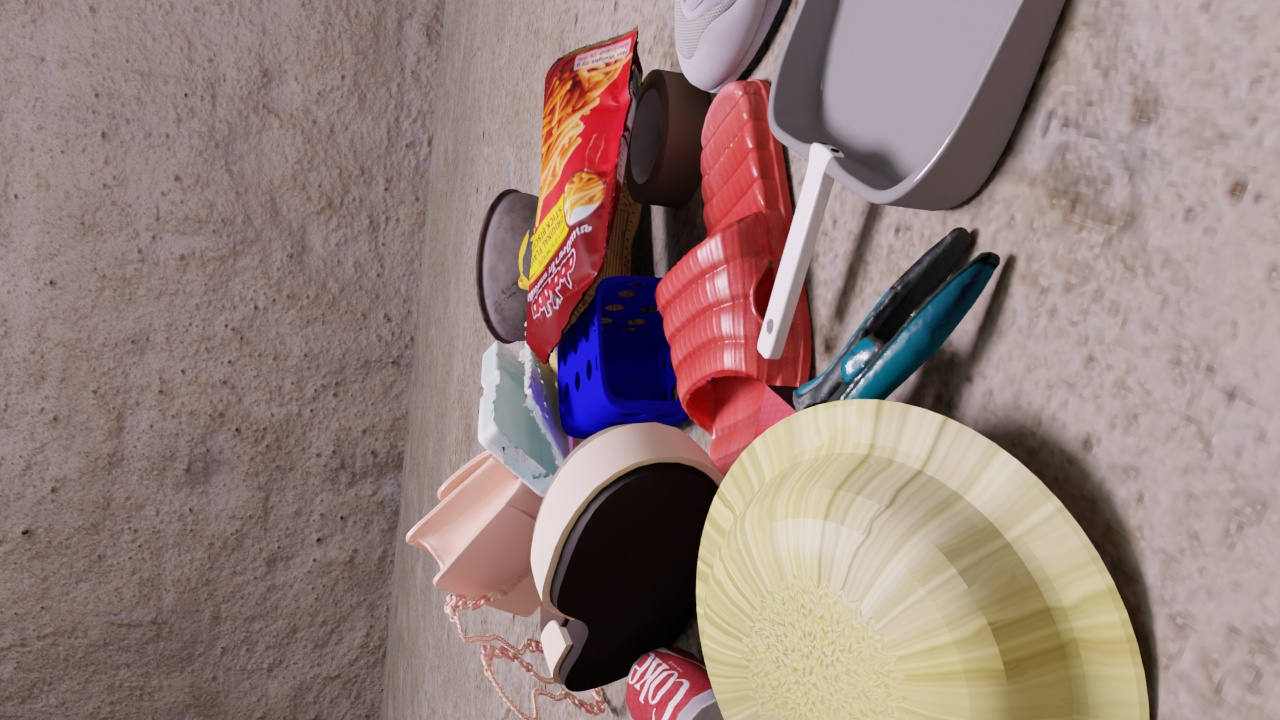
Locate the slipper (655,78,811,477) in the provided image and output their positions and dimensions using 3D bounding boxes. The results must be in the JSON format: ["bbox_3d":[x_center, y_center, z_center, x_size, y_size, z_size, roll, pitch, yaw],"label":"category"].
[{"bbox_3d":[0.044,-0.048,0.519,0.104,0.059,0.248,143,129,-66],"label":"slipper"}]

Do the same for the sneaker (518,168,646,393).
[{"bbox_3d":[-0.048,-0.041,0.740,0.122,0.086,0.238,142,130,-62],"label":"sneaker"}]

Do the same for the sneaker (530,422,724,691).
[{"bbox_3d":[-0.021,0.097,0.553,0.294,0.111,0.116,94,154,-57],"label":"sneaker"}]

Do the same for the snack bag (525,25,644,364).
[{"bbox_3d":[-0.037,-0.109,0.617,0.139,0.066,0.207,146,132,-60],"label":"snack bag"}]

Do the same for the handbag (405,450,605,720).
[{"bbox_3d":[-0.061,0.173,0.715,0.187,0.116,0.199,45,178,32],"label":"handbag"}]

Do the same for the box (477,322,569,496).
[{"bbox_3d":[-0.086,0.034,0.703,0.198,0.072,0.086,-114,13,-72],"label":"box"}]

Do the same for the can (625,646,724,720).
[{"bbox_3d":[0.027,0.202,0.530,0.097,0.054,0.054,180,93,-71],"label":"can"}]

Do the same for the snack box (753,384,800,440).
[{"bbox_3d":[0.084,0.106,0.409,0.132,0.035,0.152,-130,46,-63],"label":"snack box"}]

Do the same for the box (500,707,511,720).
[{"bbox_3d":[-0.126,0.291,0.569,0.081,0.181,0.143,32,90,39],"label":"box"}]

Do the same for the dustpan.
[{"bbox_3d":[0.101,-0.116,0.402,0.163,0.033,0.258,-119,37,-57],"label":"dustpan"}]

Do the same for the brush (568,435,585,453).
[{"bbox_3d":[-0.082,0.108,0.878,0.229,0.043,0.089,118,150,-50],"label":"brush"}]

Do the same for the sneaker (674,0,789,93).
[{"bbox_3d":[0.029,-0.254,0.493,0.240,0.124,0.088,119,149,-52],"label":"sneaker"}]

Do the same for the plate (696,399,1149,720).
[{"bbox_3d":[0.074,0.108,0.326,0.185,0.036,0.184,5,97,48],"label":"plate"}]

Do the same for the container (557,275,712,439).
[{"bbox_3d":[-0.004,0.004,0.609,0.114,0.084,0.085,140,130,-66],"label":"container"}]

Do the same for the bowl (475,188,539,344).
[{"bbox_3d":[-0.092,-0.085,0.857,0.144,0.067,0.145,5,-91,-74],"label":"bowl"}]

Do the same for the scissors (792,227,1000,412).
[{"bbox_3d":[0.087,0.011,0.364,0.135,0.019,0.130,-20,45,58],"label":"scissors"}]

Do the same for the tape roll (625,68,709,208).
[{"bbox_3d":[0.018,-0.157,0.655,0.094,0.030,0.093,-177,91,-71],"label":"tape roll"}]
